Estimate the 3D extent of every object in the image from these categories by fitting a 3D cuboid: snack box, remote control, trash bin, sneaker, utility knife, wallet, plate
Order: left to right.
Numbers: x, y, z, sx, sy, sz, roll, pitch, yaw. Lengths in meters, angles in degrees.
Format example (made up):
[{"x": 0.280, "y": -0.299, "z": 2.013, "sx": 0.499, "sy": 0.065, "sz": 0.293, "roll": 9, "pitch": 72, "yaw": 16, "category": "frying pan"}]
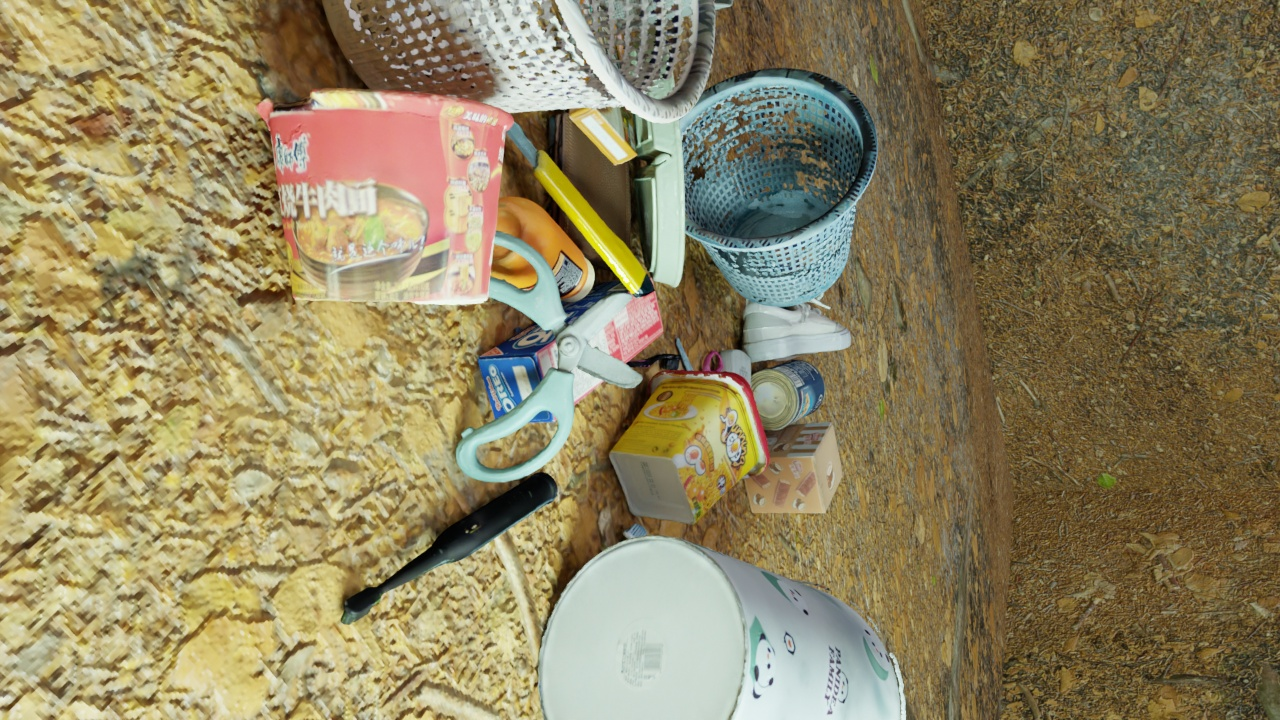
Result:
[{"x": -0.084, "y": -0.247, "z": 0.579, "sx": 0.227, "sy": 0.192, "sz": 0.227, "roll": 16, "pitch": 71, "yaw": -60, "category": "trash bin"}, {"x": -0.062, "y": -0.135, "z": 0.739, "sx": 0.230, "sy": 0.015, "sz": 0.033, "roll": 50, "pitch": 33, "yaw": -22, "category": "utility knife"}, {"x": -0.050, "y": -0.014, "z": 0.748, "sx": 0.206, "sy": 0.057, "sz": 0.058, "roll": -40, "pitch": 122, "yaw": -58, "category": "snack box"}, {"x": -0.047, "y": -0.144, "z": 0.806, "sx": 0.101, "sy": 0.032, "sz": 0.124, "roll": 17, "pitch": 69, "yaw": -57, "category": "wallet"}, {"x": -0.038, "y": -0.254, "z": 0.812, "sx": 0.075, "sy": 0.026, "sz": 0.153, "roll": 38, "pitch": 39, "yaw": -52, "category": "snack box"}, {"x": 0.012, "y": -0.179, "z": 0.817, "sx": 0.230, "sy": 0.027, "sz": 0.230, "roll": 172, "pitch": -87, "yaw": -87, "category": "plate"}, {"x": 0.063, "y": 0.266, "z": 0.753, "sx": 0.252, "sy": 0.230, "sz": 0.229, "roll": 36, "pitch": 54, "yaw": -47, "category": "trash bin"}, {"x": 0.110, "y": 0.062, "z": 1.067, "sx": 0.058, "sy": 0.021, "sz": 0.150, "roll": 20, "pitch": 68, "yaw": -59, "category": "remote control"}, {"x": 0.145, "y": -0.166, "z": 1.003, "sx": 0.195, "sy": 0.227, "sz": 0.226, "roll": 60, "pitch": 35, "yaw": -59, "category": "trash bin"}, {"x": 0.185, "y": 0.131, "z": 1.117, "sx": 0.092, "sy": 0.094, "sz": 0.077, "roll": -42, "pitch": 122, "yaw": -57, "category": "snack box"}, {"x": 0.199, "y": -0.048, "z": 1.195, "sx": 0.241, "sy": 0.090, "sz": 0.090, "roll": -4, "pitch": 85, "yaw": -55, "category": "sneaker"}]

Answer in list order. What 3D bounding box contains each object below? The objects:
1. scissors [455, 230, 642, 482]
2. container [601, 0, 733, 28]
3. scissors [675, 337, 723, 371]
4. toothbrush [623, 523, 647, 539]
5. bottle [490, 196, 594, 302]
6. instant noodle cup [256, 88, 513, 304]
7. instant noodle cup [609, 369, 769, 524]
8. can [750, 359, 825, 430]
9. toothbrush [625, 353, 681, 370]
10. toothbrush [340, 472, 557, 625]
[{"x": -0.093, "y": -0.003, "z": 0.635, "sx": 0.170, "sy": 0.175, "sz": 0.019, "roll": -55, "pitch": 180, "yaw": 5, "category": "scissors"}, {"x": 0.014, "y": -0.367, "z": 0.867, "sx": 0.090, "sy": 0.114, "sz": 0.090, "roll": -35, "pitch": 115, "yaw": -59, "category": "container"}, {"x": 0.066, "y": 0.028, "z": 1.001, "sx": 0.135, "sy": 0.017, "sz": 0.133, "roll": -54, "pitch": 128, "yaw": -47, "category": "scissors"}, {"x": 0.036, "y": 0.218, "z": 0.899, "sx": 0.026, "sy": 0.027, "sz": 0.221, "roll": -47, "pitch": 134, "yaw": -12, "category": "toothbrush"}, {"x": -0.075, "y": -0.077, "z": 0.714, "sx": 0.149, "sy": 0.067, "sz": 0.066, "roll": 26, "pitch": 62, "yaw": -66, "category": "bottle"}, {"x": -0.140, "y": -0.087, "z": 0.523, "sx": 0.137, "sy": 0.138, "sz": 0.108, "roll": -10, "pitch": 102, "yaw": -62, "category": "instant noodle cup"}, {"x": 0.042, "y": 0.082, "z": 0.857, "sx": 0.123, "sy": 0.116, "sz": 0.116, "roll": -43, "pitch": 124, "yaw": -42, "category": "instant noodle cup"}, {"x": 0.178, "y": 0.042, "z": 1.141, "sx": 0.111, "sy": 0.075, "sz": 0.075, "roll": -13, "pitch": 96, "yaw": -61, "category": "can"}, {"x": -0.005, "y": 0.005, "z": 0.874, "sx": 0.188, "sy": 0.014, "sz": 0.018, "roll": -6, "pitch": 102, "yaw": -61, "category": "toothbrush"}, {"x": -0.123, "y": 0.123, "z": 0.623, "sx": 0.026, "sy": 0.027, "sz": 0.212, "roll": 41, "pitch": 29, "yaw": 13, "category": "toothbrush"}]
